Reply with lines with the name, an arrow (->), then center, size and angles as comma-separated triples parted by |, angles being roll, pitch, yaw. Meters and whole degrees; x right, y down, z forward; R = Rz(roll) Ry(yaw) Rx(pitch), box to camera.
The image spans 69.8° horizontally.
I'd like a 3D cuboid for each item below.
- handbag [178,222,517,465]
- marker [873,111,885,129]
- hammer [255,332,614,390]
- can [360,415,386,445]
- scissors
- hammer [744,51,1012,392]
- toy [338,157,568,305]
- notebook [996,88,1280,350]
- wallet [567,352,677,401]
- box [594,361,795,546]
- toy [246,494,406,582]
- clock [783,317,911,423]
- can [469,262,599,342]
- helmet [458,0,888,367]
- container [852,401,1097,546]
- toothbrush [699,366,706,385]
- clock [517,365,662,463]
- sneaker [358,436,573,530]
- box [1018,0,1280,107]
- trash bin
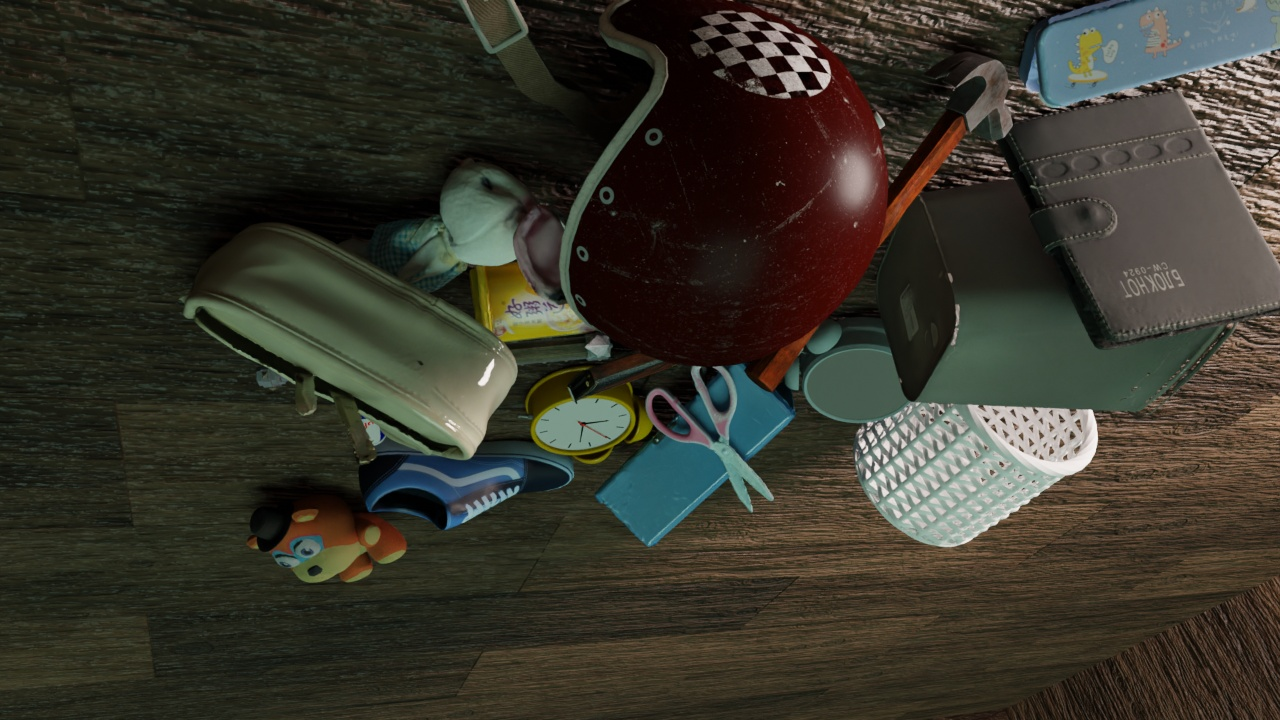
handbag -> -0.230, 0.008, 0.680 | 0.229, 0.131, 0.184 | 39, 150, -23
marker -> 0.132, -0.154, 0.748 | 0.146, 0.017, 0.017 | -32, 142, 26
hammer -> -0.183, 0.000, 0.813 | 0.317, 0.028, 0.147 | -5, -179, 0
can -> -0.266, 0.046, 0.884 | 0.032, 0.032, 0.095 | -6, 146, -12
scissors -> 0.093, 0.075, 0.942 | 0.108, 0.179, 0.016 | -44, 180, 19
hammer -> 0.177, -0.102, 0.690 | 0.300, 0.028, 0.111 | -52, 144, -3
toy -> -0.135, -0.099, 0.694 | 0.206, 0.130, 0.106 | -1, 105, 16
notebook -> 0.392, -0.116, 0.724 | 0.169, 0.208, 0.029 | -12, 154, -5
wallet -> -0.005, 0.005, 0.881 | 0.122, 0.019, 0.072 | -19, 173, -25
box -> 0.066, 0.092, 1.021 | 0.232, 0.094, 0.110 | -47, 179, 21
toy -> -0.357, 0.199, 1.035 | 0.112, 0.096, 0.176 | -31, 132, 25
clock -> 0.219, 0.008, 0.965 | 0.159, 0.045, 0.123 | 19, 136, -11
can -> -0.088, -0.051, 0.774 | 0.105, 0.067, 0.068 | -7, 146, -11
helmet -> 0.032, -0.124, 0.595 | 0.233, 0.253, 0.234 | -20, 149, -18
container -> 0.367, 0.086, 1.029 | 0.189, 0.189, 0.187 | 4, 144, -24
toothbrush -> 0.062, 0.001, 0.954 | 0.013, 0.012, 0.167 | -22, 146, -2
clock -> -0.053, 0.061, 0.967 | 0.114, 0.052, 0.152 | -31, 139, 24
sneaker -> -0.184, 0.145, 0.999 | 0.241, 0.098, 0.084 | 6, 141, -27
box -> 0.395, -0.240, 0.677 | 0.210, 0.063, 0.069 | -15, 144, 2
trash bin -> 0.349, -0.059, 0.820 | 0.220, 0.197, 0.198 | -3, 147, -5
